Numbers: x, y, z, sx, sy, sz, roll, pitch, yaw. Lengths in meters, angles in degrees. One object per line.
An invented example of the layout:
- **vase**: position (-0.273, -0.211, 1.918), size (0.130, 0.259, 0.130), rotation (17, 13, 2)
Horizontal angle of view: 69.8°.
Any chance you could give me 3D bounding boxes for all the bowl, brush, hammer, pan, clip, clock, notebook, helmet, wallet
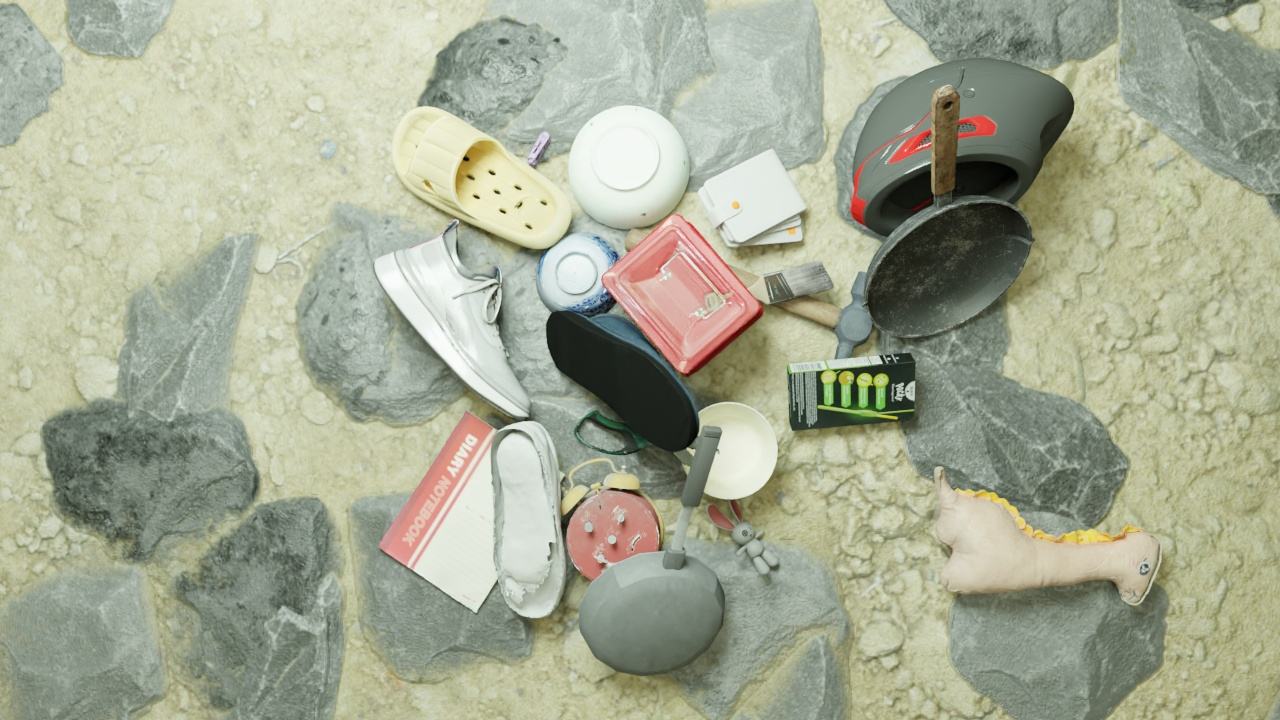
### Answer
- **bowl**: position (-0.078, -0.106, 1.138), size (0.114, 0.045, 0.114), rotation (0, 89, 3)
- **brush**: position (0.154, -0.086, 1.107), size (0.151, 0.012, 0.039), rotation (-14, 94, 10)
- **hammer**: position (0.132, -0.093, 1.132), size (0.322, 0.040, 0.129), rotation (21, 94, 4)
- **pan**: position (0.037, 0.229, 1.044), size (0.178, 0.041, 0.358), rotation (7, 117, -15)
- **clip**: position (-0.130, -0.263, 1.151), size (0.014, 0.042, 0.052), rotation (26, 104, 5)
- **bowl**: position (0.106, 0.108, 1.114), size (0.115, 0.062, 0.115), rotation (0, 88, 4)
- **clock**: position (-0.038, 0.197, 1.112), size (0.117, 0.081, 0.159), rotation (-20, 88, 3)
- **bowl**: position (-0.017, -0.243, 1.124), size (0.153, 0.073, 0.153), rotation (0, 88, 4)
- **pan**: position (0.329, -0.157, 1.001), size (0.207, 0.357, 0.040), rotation (-21, 48, 1)
- **notebook**: position (-0.213, 0.190, 1.157), size (0.153, 0.012, 0.209), rotation (33, 92, 2)
- **helmet**: position (0.360, -0.256, 1.056), size (0.265, 0.164, 0.169), rotation (-11, 59, 9)
- **wallet**: position (0.143, -0.184, 1.119), size (0.118, 0.038, 0.115), rotation (-29, 87, -18)

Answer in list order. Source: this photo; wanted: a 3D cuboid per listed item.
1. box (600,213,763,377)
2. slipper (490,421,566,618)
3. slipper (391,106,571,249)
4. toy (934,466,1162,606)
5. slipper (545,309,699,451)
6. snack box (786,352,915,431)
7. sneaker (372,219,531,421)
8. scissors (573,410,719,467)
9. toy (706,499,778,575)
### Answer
- **box**: position (0.053, -0.074, 1.081), size (0.134, 0.112, 0.157), rotation (-40, 80, 7)
- **slipper**: position (-0.135, 0.192, 1.107), size (0.112, 0.074, 0.247), rotation (3, 102, 31)
- **slipper**: position (-0.206, -0.225, 1.125), size (0.261, 0.079, 0.111), rotation (32, 92, 8)
- **toy**: position (0.483, 0.208, 1.091), size (0.264, 0.065, 0.196), rotation (-8, 93, 2)
- **slipper**: position (-0.006, 0.006, 1.073), size (0.083, 0.266, 0.109), rotation (-20, 126, -33)
- **snack box**: position (0.254, 0.038, 1.109), size (0.147, 0.025, 0.080), rotation (-5, 117, 3)
- **sneaker**: position (-0.201, -0.047, 1.124), size (0.128, 0.097, 0.263), rotation (-38, 92, -8)
- **scissors**: position (0.019, 0.060, 1.106), size (0.210, 0.015, 0.142), rotation (13, 81, 30)
- **toy**: position (0.127, 0.213, 1.128), size (0.049, 0.030, 0.111), rotation (-37, 89, -27)
